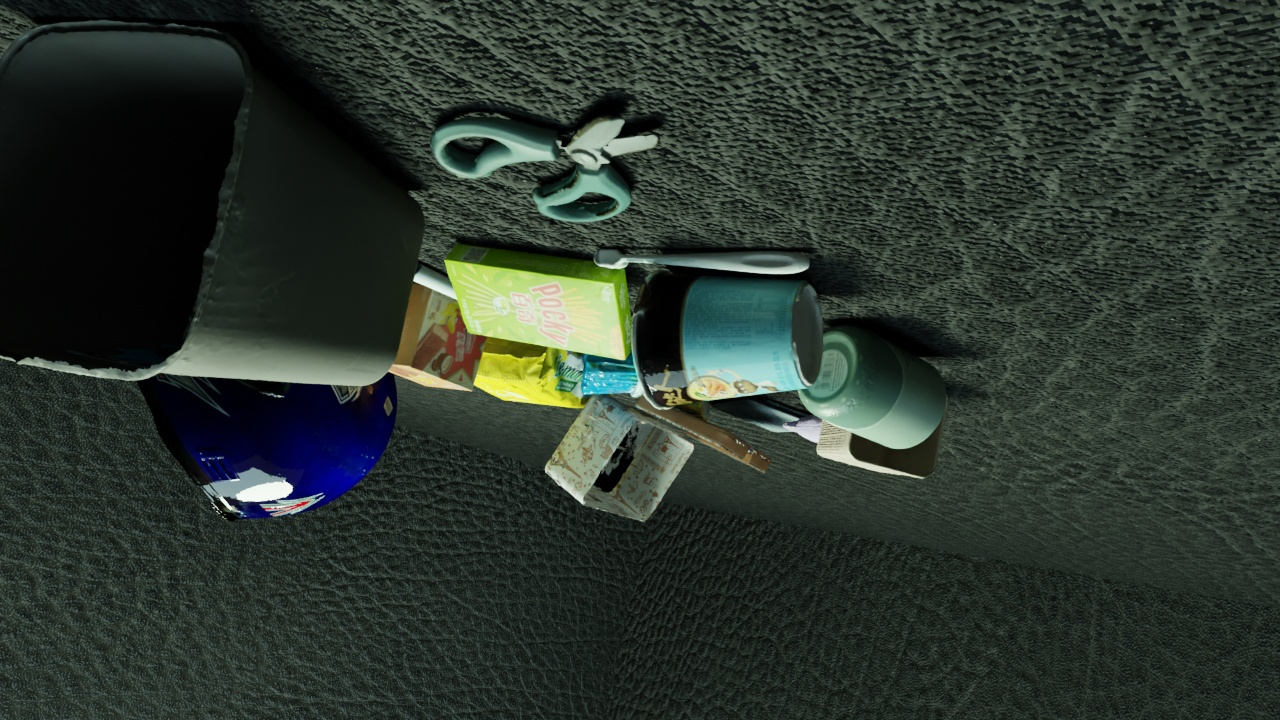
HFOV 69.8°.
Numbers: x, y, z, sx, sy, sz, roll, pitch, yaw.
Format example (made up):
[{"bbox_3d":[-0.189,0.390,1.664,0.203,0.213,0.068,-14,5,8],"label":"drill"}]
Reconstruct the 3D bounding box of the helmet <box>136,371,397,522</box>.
[{"bbox_3d":[-0.418,0.018,1.057,0.315,0.240,0.248,55,164,20],"label":"helmet"}]

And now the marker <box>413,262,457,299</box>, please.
[{"bbox_3d":[-0.183,-0.069,0.925,0.023,0.018,0.130,16,173,43],"label":"marker"}]

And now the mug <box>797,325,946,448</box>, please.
[{"bbox_3d":[0.184,0.015,0.777,0.106,0.082,0.111,21,-162,-35],"label":"mug"}]

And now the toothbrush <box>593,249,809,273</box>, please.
[{"bbox_3d":[0.041,-0.072,0.665,0.180,0.016,0.016,6,174,36],"label":"toothbrush"}]

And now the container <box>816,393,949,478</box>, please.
[{"bbox_3d":[0.236,0.067,0.920,0.090,0.089,0.111,15,171,-7],"label":"container"}]

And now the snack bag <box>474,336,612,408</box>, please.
[{"bbox_3d":[-0.144,0.012,1.145,0.158,0.068,0.246,9,169,20],"label":"snack bag"}]

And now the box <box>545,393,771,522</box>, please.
[{"bbox_3d":[0.020,0.141,1.168,0.218,0.157,0.180,22,174,31],"label":"box"}]

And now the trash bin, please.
[{"bbox_3d":[-0.273,-0.075,0.598,0.199,0.198,0.219,9,174,20],"label":"trash bin"}]

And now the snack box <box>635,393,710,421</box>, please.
[{"bbox_3d":[0.045,0.053,1.210,0.087,0.033,0.140,11,167,10],"label":"snack box"}]

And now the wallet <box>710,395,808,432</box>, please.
[{"bbox_3d":[0.164,0.068,1.184,0.120,0.019,0.097,20,165,-22],"label":"wallet"}]

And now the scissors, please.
[{"bbox_3d":[-0.061,-0.122,0.535,0.161,0.019,0.179,17,169,-16],"label":"scissors"}]

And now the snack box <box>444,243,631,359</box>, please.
[{"bbox_3d":[-0.085,-0.051,0.783,0.156,0.026,0.086,10,137,18],"label":"snack box"}]

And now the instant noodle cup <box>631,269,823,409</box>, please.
[{"bbox_3d":[0.070,-0.018,0.688,0.121,0.111,0.111,-1,163,27],"label":"instant noodle cup"}]

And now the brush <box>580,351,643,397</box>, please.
[{"bbox_3d":[-0.006,0.006,0.961,0.109,0.060,0.315,8,173,-4],"label":"brush"}]

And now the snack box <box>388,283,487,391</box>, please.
[{"bbox_3d":[-0.227,-0.025,0.995,0.077,0.092,0.094,4,165,37],"label":"snack box"}]

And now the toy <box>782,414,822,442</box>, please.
[{"bbox_3d":[0.237,0.079,1.100,0.083,0.039,0.108,4,171,-33],"label":"toy"}]
